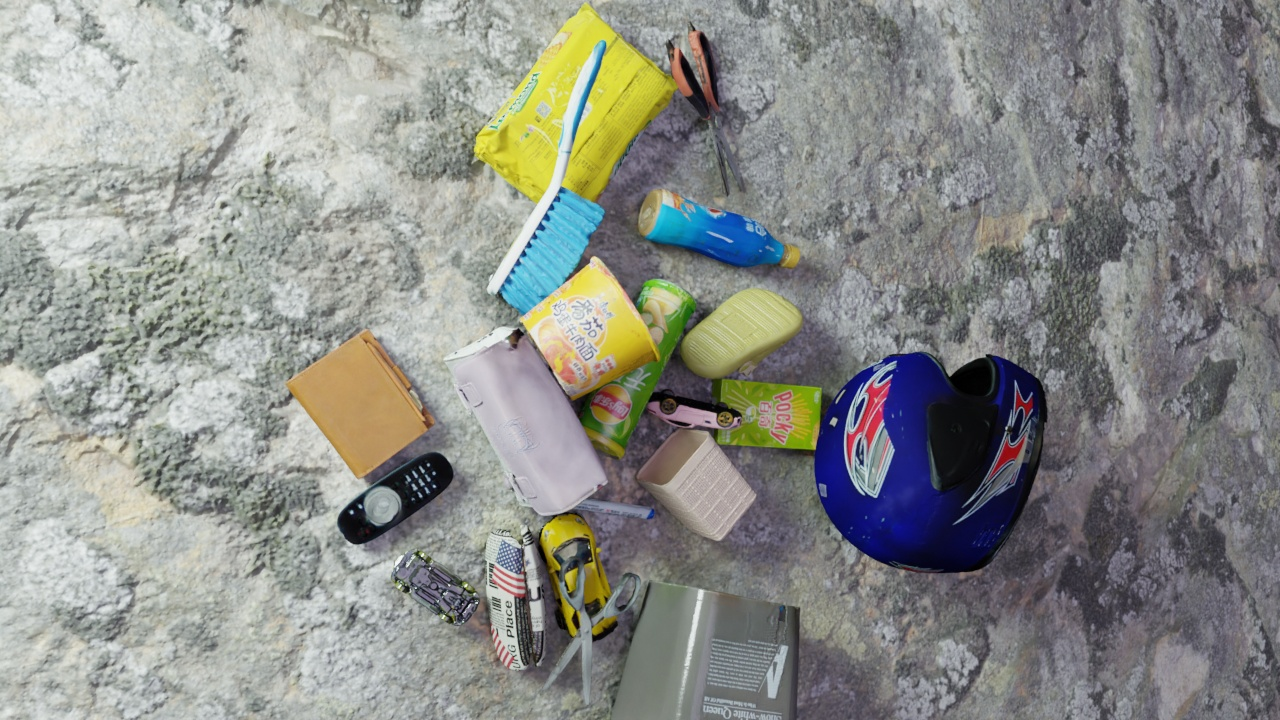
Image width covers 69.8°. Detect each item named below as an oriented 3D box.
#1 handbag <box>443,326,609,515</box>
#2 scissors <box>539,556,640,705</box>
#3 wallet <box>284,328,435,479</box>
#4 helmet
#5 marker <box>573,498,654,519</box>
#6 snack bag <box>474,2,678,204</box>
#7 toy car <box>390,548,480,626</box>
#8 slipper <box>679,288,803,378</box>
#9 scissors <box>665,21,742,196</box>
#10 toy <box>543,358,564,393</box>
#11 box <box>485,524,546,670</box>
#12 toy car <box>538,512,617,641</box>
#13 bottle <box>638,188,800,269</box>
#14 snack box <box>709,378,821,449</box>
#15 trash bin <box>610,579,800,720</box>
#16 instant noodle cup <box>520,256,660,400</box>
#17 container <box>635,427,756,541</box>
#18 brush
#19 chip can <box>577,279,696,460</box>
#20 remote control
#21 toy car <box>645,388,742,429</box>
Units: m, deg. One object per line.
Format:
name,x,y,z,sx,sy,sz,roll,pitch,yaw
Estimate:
handbag,-0.129,0.066,1.013,0.098,0.145,0.197,-32,100,-24
scissors,-0.060,0.308,1.063,0.159,0.014,0.181,-19,102,-30
wallet,-0.301,0.046,0.999,0.107,0.031,0.132,-38,104,-17
helmet,0.355,0.107,1.178,0.240,0.248,0.314,27,69,-4
marker,-0.050,0.177,1.114,0.145,0.017,0.017,12,84,-23
snack bag,-0.073,-0.290,1.090,0.158,0.068,0.246,38,75,-18
toy car,-0.230,0.252,1.025,0.105,0.032,0.048,37,75,-7
slipper,0.122,-0.024,1.167,0.190,0.082,0.091,-30,64,-33
scissors,0.085,-0.322,1.165,0.221,0.015,0.189,39,49,-47
toy,-0.079,-0.009,1.095,0.084,0.039,0.107,44,70,-38
box,-0.148,0.272,1.042,0.081,0.075,0.163,-4,93,-15
toy car,-0.075,0.257,1.088,0.071,0.041,0.156,-18,94,-24
bottle,0.105,-0.157,1.166,0.218,0.065,0.065,15,83,-23
snack box,0.166,0.071,1.207,0.156,0.026,0.085,6,87,-24
trash bin,0.081,0.383,1.078,0.199,0.199,0.219,17,76,-23
instant noodle cup,-0.060,-0.029,1.013,0.109,0.138,0.138,-32,101,-6
container,0.072,0.154,1.131,0.089,0.090,0.111,-48,110,-18
brush,-0.083,-0.192,1.032,0.109,0.060,0.315,31,103,-11
chip can,-0.007,0.006,1.108,0.072,0.073,0.221,32,76,-20
remote control,-0.270,0.150,1.013,0.136,0.024,0.053,-34,103,-20
toy car,0.065,0.065,1.135,0.122,0.056,0.037,12,103,-3
